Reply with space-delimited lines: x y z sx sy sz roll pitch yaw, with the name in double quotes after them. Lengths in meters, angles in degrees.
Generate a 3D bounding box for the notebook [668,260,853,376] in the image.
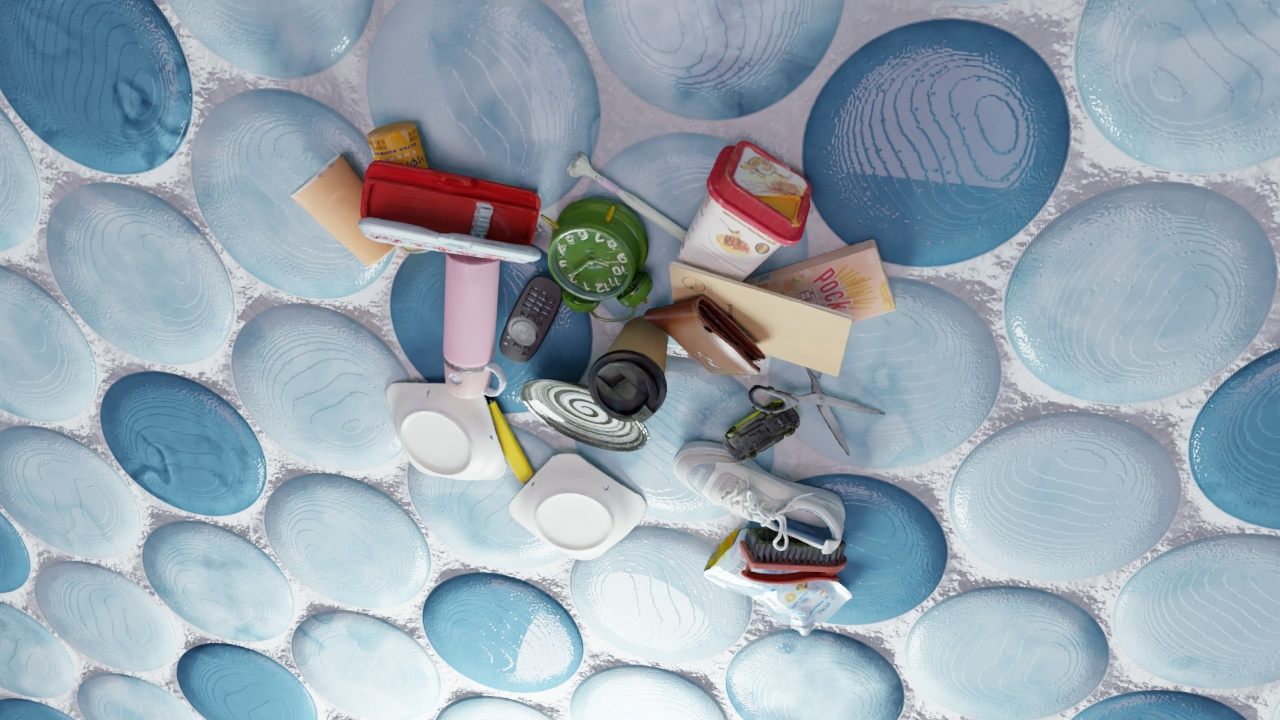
0.133 -0.045 1.048 0.208 0.008 0.148 18 157 14 "notebook"

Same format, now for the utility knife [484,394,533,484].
-0.176 0.137 1.285 0.033 0.015 0.223 -13 117 23 "utility knife"

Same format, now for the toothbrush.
0.001 -0.177 1.061 0.189 0.020 0.029 32 89 -9 "toothbrush"

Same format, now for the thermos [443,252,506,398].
-0.206 -0.043 1.153 0.087 0.067 0.199 19 122 18 "thermos"

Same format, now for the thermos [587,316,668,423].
-0.006 0.006 1.097 0.093 0.143 0.093 5 119 9 "thermos"

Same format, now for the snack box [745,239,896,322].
0.209 -0.077 1.070 0.157 0.026 0.084 -17 115 21 "snack box"

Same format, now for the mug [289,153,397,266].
-0.349 -0.178 1.108 0.078 0.078 0.123 -29 116 25 "mug"

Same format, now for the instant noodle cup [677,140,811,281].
0.109 -0.153 1.004 0.116 0.116 0.124 31 134 -7 "instant noodle cup"

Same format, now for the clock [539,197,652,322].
-0.048 -0.113 1.080 0.116 0.056 0.161 -4 127 20 "clock"

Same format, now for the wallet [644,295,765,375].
0.076 -0.027 1.089 0.124 0.032 0.101 40 157 -25 "wallet"

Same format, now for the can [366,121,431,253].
-0.273 -0.204 1.081 0.058 0.058 0.146 -4 119 14 "can"

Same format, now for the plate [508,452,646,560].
-0.092 0.218 1.295 0.164 0.034 0.164 35 119 -16 "plate"

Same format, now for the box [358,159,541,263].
-0.211 -0.155 1.031 0.201 0.100 0.095 8 114 -19 "box"

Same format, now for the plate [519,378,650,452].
-0.069 0.066 1.181 0.179 0.024 0.180 19 154 10 "plate"

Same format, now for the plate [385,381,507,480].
-0.275 0.105 1.268 0.164 0.034 0.164 0 120 22 "plate"

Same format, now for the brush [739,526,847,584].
0.209 0.269 1.240 0.145 0.063 0.069 5 107 -11 "brush"

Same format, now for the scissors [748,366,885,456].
0.216 0.047 1.132 0.159 0.014 0.181 -16 108 3 "scissors"

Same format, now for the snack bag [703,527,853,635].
0.193 0.315 1.296 0.191 0.038 0.110 31 110 -7 "snack bag"

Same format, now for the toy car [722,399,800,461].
0.153 0.087 1.172 0.105 0.032 0.048 -35 105 19 "toy car"

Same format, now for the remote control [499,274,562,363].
-0.137 -0.054 1.160 0.053 0.024 0.137 28 123 -6 "remote control"

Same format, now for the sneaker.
0.152 0.187 1.200 0.242 0.090 0.090 21 121 0 "sneaker"
